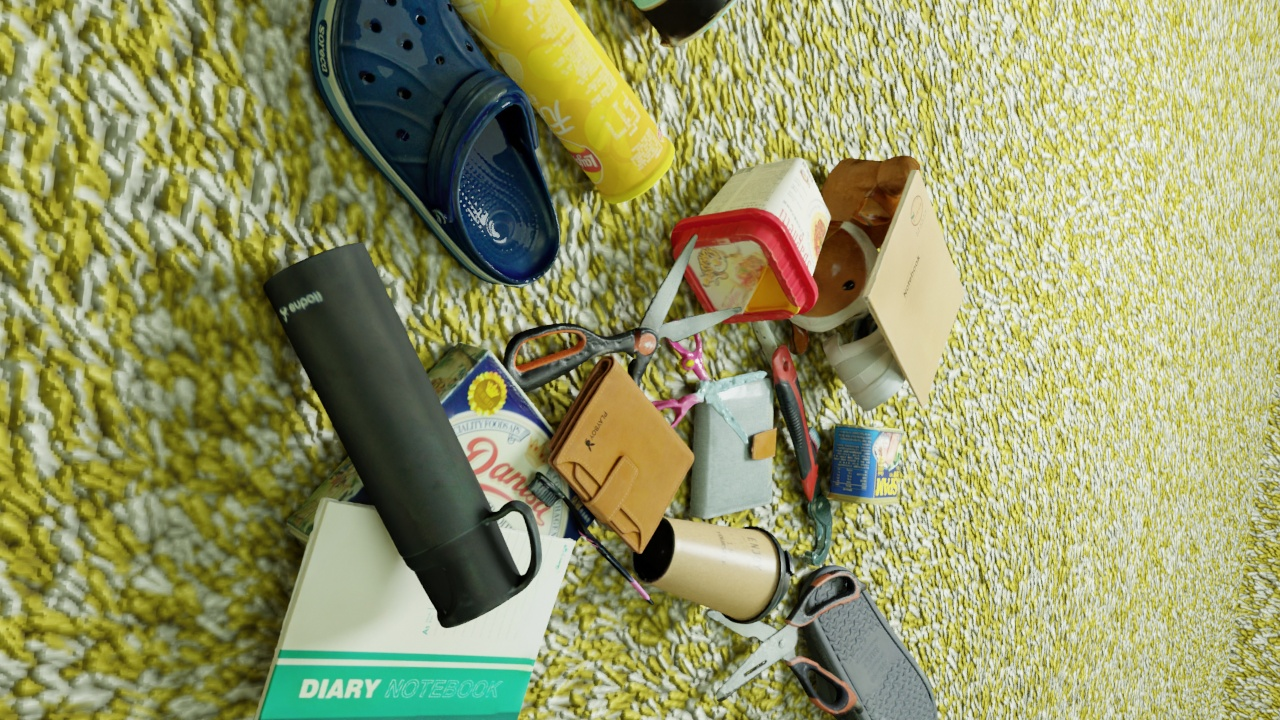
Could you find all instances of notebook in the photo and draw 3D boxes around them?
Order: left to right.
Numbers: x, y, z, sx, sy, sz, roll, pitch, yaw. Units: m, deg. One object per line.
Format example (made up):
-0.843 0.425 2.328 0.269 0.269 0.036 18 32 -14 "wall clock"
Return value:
-0.148 0.184 0.644 0.209 0.012 0.150 19 87 -42 "notebook"
0.274 -0.064 0.903 0.207 0.008 0.147 48 60 -47 "notebook"

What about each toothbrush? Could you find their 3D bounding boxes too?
-0.036 0.150 0.738 0.017 0.014 0.189 -46 127 -15 "toothbrush"
0.153 0.026 0.946 0.017 0.016 0.188 -50 126 -35 "toothbrush"

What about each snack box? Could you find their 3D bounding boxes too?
-0.132 0.112 0.683 0.182 0.046 0.178 -50 126 -24 "snack box"

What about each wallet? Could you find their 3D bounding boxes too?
-0.015 0.078 0.738 0.132 0.031 0.107 52 55 -34 "wallet"
0.094 0.083 0.887 0.106 0.037 0.130 -3 98 -40 "wallet"

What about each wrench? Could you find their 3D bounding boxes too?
0.170 0.103 0.959 0.056 0.016 0.274 -43 128 -41 "wrench"

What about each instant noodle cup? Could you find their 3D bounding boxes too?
0.015 -0.326 0.712 0.120 0.111 0.111 36 73 -31 "instant noodle cup"
0.108 -0.112 0.826 0.116 0.117 0.124 55 50 -33 "instant noodle cup"

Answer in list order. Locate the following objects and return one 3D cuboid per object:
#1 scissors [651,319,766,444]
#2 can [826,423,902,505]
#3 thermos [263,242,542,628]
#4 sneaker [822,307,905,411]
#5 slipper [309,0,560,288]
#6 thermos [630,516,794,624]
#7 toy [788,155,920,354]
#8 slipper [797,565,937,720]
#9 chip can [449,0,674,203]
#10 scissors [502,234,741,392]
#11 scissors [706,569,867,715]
0.053 0.028 0.833 0.134 0.017 0.133 -40 99 -17 "scissors"
0.248 0.113 1.006 0.102 0.057 0.083 9 86 -56 "can"
-0.143 0.044 0.584 0.242 0.090 0.068 63 10 -4 "thermos"
0.269 -0.047 1.001 0.091 0.090 0.241 47 49 -2 "sneaker"
-0.124 -0.152 0.619 0.104 0.095 0.253 -48 128 -29 "slipper"
0.065 0.188 0.848 0.143 0.093 0.093 23 81 -34 "thermos"
0.207 -0.103 0.912 0.199 0.130 0.140 -50 151 -16 "toy"
0.247 0.351 1.046 0.110 0.083 0.268 -34 99 -31 "slipper"
-0.059 -0.215 0.679 0.213 0.072 0.072 48 65 -36 "chip can"
-0.013 -0.001 0.761 0.231 0.022 0.221 3 105 -32 "scissors"
0.162 0.289 0.955 0.223 0.015 0.188 34 65 -19 "scissors"
